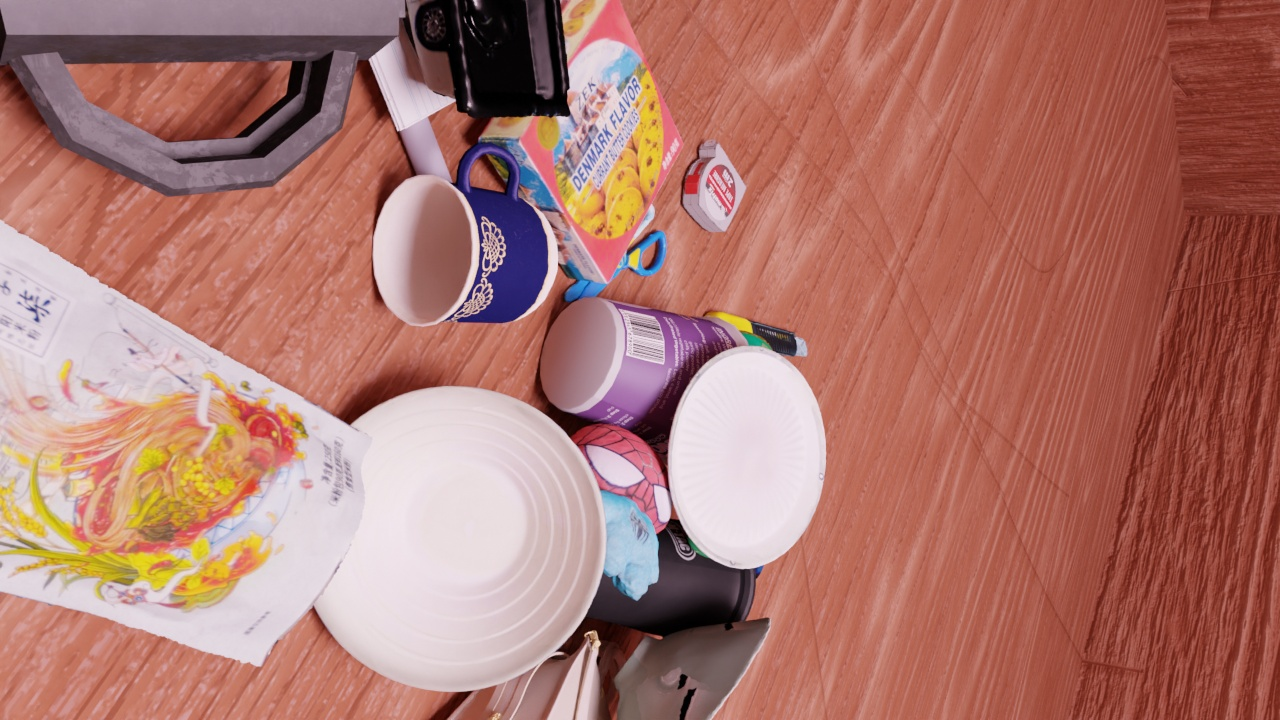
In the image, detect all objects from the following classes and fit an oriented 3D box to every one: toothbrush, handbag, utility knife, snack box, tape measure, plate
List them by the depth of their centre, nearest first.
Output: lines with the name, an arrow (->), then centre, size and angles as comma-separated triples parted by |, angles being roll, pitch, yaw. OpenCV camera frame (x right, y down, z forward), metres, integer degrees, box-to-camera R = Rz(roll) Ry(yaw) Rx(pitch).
handbag -> -0.196, -0.171, 0.385 | 0.196, 0.102, 0.199 | -16, 114, -37
toothbrush -> -0.150, -0.186, 0.527 | 0.019, 0.018, 0.188 | -44, 127, -41
snack box -> -0.035, -0.154, 0.647 | 0.142, 0.040, 0.145 | -63, 145, -23
plate -> 0.076, 0.068, 0.654 | 0.156, 0.014, 0.157 | 1, 88, -38
handbag -> -0.055, 0.290, 0.668 | 0.197, 0.101, 0.195 | -47, 130, -53
tape measure -> 0.062, -0.148, 0.799 | 0.060, 0.020, 0.062 | 46, 60, -44
utility knife -> 0.118, -0.021, 0.888 | 0.187, 0.020, 0.029 | 10, 87, -51

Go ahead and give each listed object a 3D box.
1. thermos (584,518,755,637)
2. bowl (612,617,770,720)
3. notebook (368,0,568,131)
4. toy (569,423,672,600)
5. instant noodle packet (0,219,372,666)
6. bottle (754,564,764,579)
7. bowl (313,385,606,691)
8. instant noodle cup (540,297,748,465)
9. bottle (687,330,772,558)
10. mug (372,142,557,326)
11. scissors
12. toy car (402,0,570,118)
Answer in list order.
thermos -> -0.010, 0.158, 0.693 | 0.218, 0.106, 0.105 | 24, 76, -45
bowl -> 0.018, 0.235, 0.659 | 0.174, 0.068, 0.174 | -49, 167, -15
notebook -> -0.101, -0.272, 0.566 | 0.244, 0.013, 0.178 | -48, 131, -44
toy -> -0.014, 0.093, 0.600 | 0.092, 0.062, 0.132 | 37, 24, -27
instant noodle packet -> -0.250, 0.037, 0.408 | 0.269, 0.057, 0.146 | 39, 63, -41
bottle -> 0.099, 0.121, 0.856 | 0.056, 0.056, 0.160 | 21, 78, -51
bowl -> -0.108, 0.102, 0.553 | 0.058, 0.176, 0.176 | -156, -108, -88
instant noodle cup -> -0.004, 0.004, 0.681 | 0.121, 0.122, 0.136 | 19, 36, -42
bottle -> 0.071, 0.064, 0.745 | 0.209, 0.068, 0.068 | -76, 148, -48
mug -> -0.094, -0.075, 0.553 | 0.089, 0.086, 0.112 | -2, 121, -54
scissors -> -0.018, -0.072, 0.716 | 0.130, 0.022, 0.070 | -56, 134, -37
toy car -> -0.098, -0.227, 0.498 | 0.093, 0.071, 0.192 | -24, 113, -55
